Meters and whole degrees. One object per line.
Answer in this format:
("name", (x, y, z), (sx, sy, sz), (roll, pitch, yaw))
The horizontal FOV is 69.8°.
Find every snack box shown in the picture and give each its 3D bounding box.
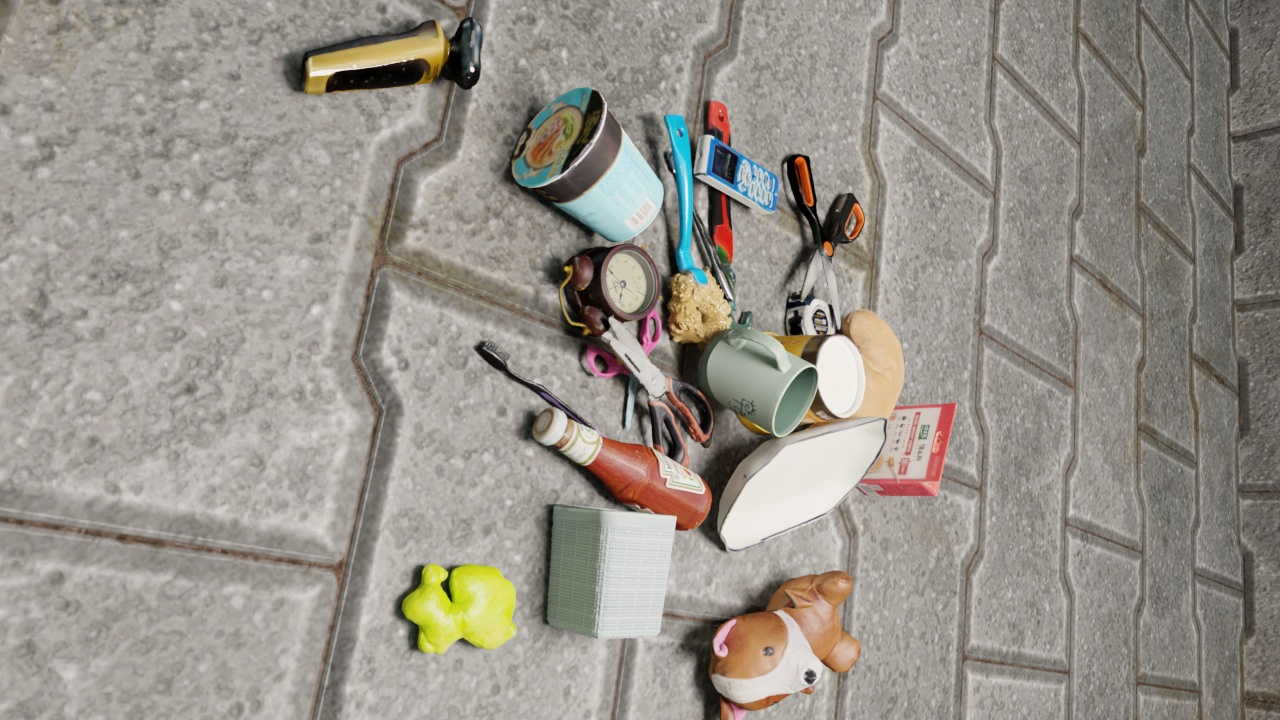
("snack box", (0.344, 0.114, 1.167), (0.044, 0.127, 0.113), (39, 61, -33))

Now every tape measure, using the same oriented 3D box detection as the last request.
("tape measure", (0.209, -0.044, 1.126), (0.065, 0.034, 0.066), (24, 66, -37))

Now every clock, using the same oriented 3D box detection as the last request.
("clock", (-0.034, -0.069, 0.888), (0.121, 0.055, 0.082), (-25, 103, -40))

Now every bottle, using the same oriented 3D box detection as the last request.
("bottle", (-0.016, 0.103, 0.881), (0.206, 0.060, 0.059), (34, 63, -34))

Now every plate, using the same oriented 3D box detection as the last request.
("plate", (0.179, 0.129, 1.032), (0.265, 0.034, 0.162), (-10, 133, -42))

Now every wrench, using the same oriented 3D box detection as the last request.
("wrench", (0.097, -0.163, 1.049), (0.056, 0.016, 0.273), (-3, 86, -43))

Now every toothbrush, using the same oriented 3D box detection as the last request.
("toothbrush", (-0.081, 0.036, 0.861), (0.189, 0.014, 0.016), (40, 47, -32))
("toothbrush", (0.069, -0.147, 1.011), (0.015, 0.018, 0.181), (-30, 101, -35))

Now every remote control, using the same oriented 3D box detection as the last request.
("remote control", (0.109, -0.207, 1.036), (0.124, 0.024, 0.049), (21, 72, -40))

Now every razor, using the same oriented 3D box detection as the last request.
("razor", (-0.202, -0.245, 0.759), (0.167, 0.062, 0.067), (-24, 71, -37))

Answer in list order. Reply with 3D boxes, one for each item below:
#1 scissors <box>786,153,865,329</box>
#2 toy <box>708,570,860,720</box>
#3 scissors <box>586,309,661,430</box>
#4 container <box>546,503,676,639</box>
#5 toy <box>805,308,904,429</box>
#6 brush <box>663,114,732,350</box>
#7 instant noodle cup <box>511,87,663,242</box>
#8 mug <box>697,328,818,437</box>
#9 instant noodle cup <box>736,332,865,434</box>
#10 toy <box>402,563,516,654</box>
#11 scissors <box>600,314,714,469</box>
("scissors", (0.226, -0.158, 1.150), (0.220, 0.022, 0.228), (-36, 102, -45))
("toy", (0.152, 0.308, 0.977), (0.199, 0.131, 0.140), (-15, 101, -33))
("scissors", (-0.005, 0.005, 0.934), (0.133, 0.017, 0.134), (31, 64, -41))
("container", (-0.028, 0.192, 0.840), (0.089, 0.090, 0.111), (12, 79, -41))
("toy", (0.261, 0.049, 1.137), (0.143, 0.083, 0.225), (44, 63, -33))
("brush", (0.052, -0.133, 0.976), (0.083, 0.046, 0.255), (-12, 99, -39))
("instant noodle cup", (-0.042, -0.176, 0.870), (0.120, 0.111, 0.111), (38, 60, -42))
("mug", (0.118, 0.010, 0.949), (0.082, 0.106, 0.112), (-42, 145, -26))
("instant noodle cup", (0.180, 0.021, 1.035), (0.118, 0.115, 0.118), (8, 79, -43))
("toy", (-0.146, 0.205, 0.766), (0.099, 0.031, 0.097), (-30, 103, -40))
("scissors", (0.014, 0.042, 0.917), (0.204, 0.015, 0.199), (-6, 101, -51))
